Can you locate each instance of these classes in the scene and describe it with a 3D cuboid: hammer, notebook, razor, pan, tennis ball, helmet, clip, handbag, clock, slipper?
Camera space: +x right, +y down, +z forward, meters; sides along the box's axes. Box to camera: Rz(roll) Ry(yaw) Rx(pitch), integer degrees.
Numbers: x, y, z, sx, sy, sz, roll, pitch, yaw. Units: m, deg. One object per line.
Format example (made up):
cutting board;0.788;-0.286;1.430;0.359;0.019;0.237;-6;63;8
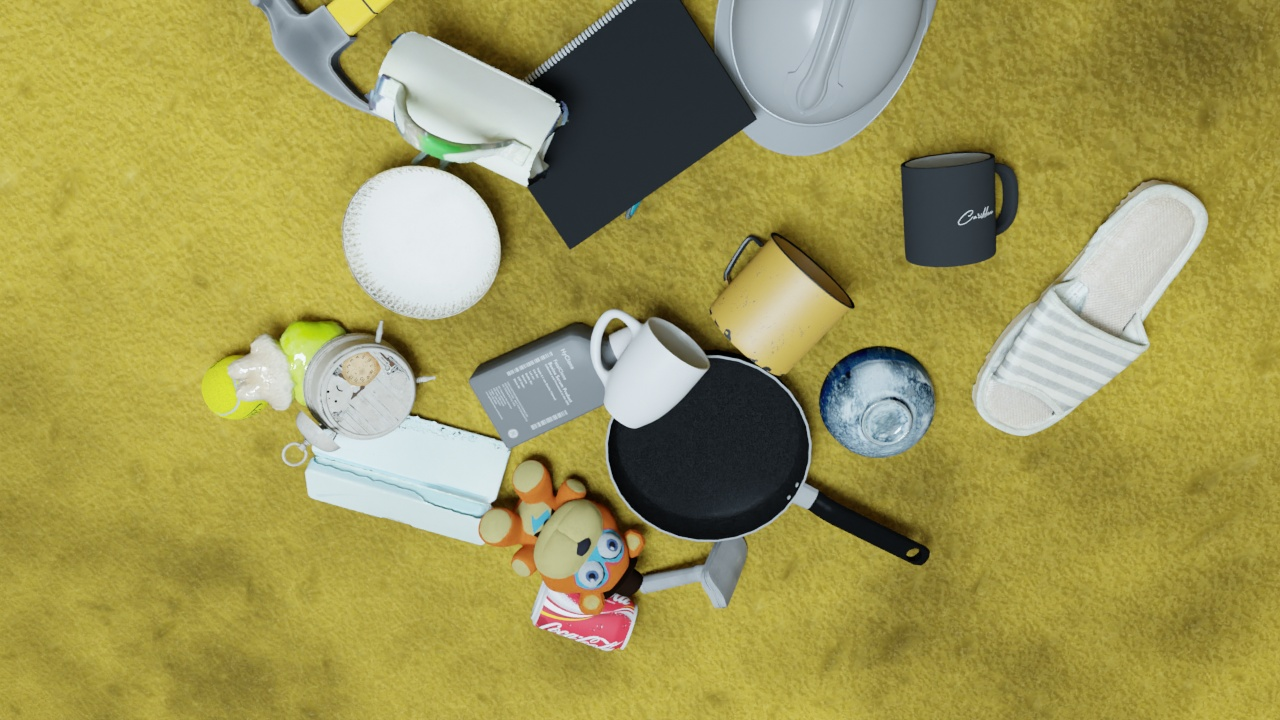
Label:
hammer;-0.183;-0.354;0.796;0.325;0.034;0.170;-34;105;13
notebook;-0.024;-0.218;0.820;0.207;0.016;0.149;-32;97;19
razor;0.049;0.229;0.975;0.116;0.088;0.047;-20;108;30
pan;0.135;0.119;0.936;0.355;0.044;0.204;26;109;-6
tennis ball;-0.407;0.027;0.926;0.065;0.065;0.065;1;110;3
helmet;0.157;-0.292;0.746;0.183;0.117;0.272;14;114;-1
clip;-0.179;-0.200;0.853;0.076;0.023;0.042;-41;101;14
handbag;-0.142;-0.201;0.743;0.151;0.175;0.074;26;113;-4
clock;-0.283;0.043;0.890;0.156;0.061;0.103;-47;120;-16
slipper;0.421;-0.041;0.859;0.114;0.054;0.273;30;108;-12

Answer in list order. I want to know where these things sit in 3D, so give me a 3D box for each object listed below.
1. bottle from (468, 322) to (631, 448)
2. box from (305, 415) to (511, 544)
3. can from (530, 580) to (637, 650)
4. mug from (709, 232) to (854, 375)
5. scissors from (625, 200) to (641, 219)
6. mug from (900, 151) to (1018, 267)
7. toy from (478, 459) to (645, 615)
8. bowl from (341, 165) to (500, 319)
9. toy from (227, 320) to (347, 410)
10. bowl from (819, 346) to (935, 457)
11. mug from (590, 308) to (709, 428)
bottle;-0.073;0.013;0.910;0.174;0.046;0.084;-24;107;12
box;-0.245;0.119;0.965;0.197;0.074;0.126;17;92;-4
can;-0.061;0.271;0.993;0.105;0.064;0.064;20;110;-4
mug;0.121;-0.058;0.852;0.094;0.100;0.123;-48;60;19
scissors;-0.003;-0.197;0.845;0.156;0.019;0.124;-16;109;10
mug;0.291;-0.139;0.823;0.113;0.078;0.088;-15;110;-19
toy;-0.075;0.186;0.949;0.176;0.096;0.112;37;74;-14
bowl;-0.199;-0.115;0.863;0.145;0.063;0.145;1;109;3
toy;-0.344;0.009;0.908;0.117;0.043;0.092;-18;113;-28
bowl;0.235;0.049;0.896;0.114;0.060;0.114;1;109;3
mug;-0.005;0.005;0.852;0.107;0.071;0.090;40;111;3
